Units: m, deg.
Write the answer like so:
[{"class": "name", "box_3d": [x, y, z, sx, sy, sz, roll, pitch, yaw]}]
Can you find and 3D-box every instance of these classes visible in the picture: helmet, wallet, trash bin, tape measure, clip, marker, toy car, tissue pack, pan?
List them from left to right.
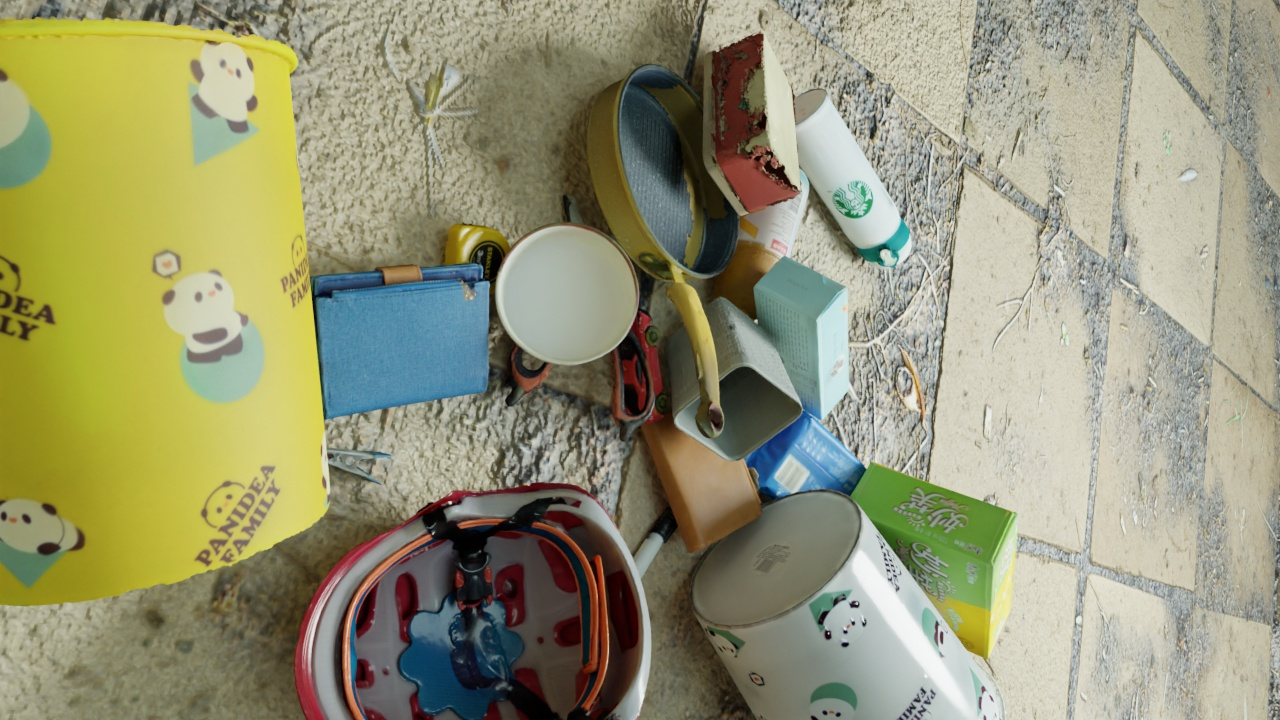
[{"class": "trash bin", "box_3d": [-0.282, -0.027, 0.492, 0.229, 0.230, 0.255, -15, 104, -40]}, {"class": "clip", "box_3d": [-0.213, 0.073, 0.667, 0.058, 0.027, 0.045, 23, 81, -38]}, {"class": "wallet", "box_3d": [-0.177, -0.017, 0.682, 0.132, 0.040, 0.106, -10, 110, -36]}, {"class": "helmet", "box_3d": [-0.120, 0.207, 0.662, 0.239, 0.144, 0.206, -8, 68, -21]}, {"class": "tape measure", "box_3d": [-0.133, -0.081, 0.738, 0.057, 0.029, 0.060, -4, 108, -44]}, {"class": "toy car", "box_3d": [-0.005, 0.005, 0.833, 0.031, 0.049, 0.106, -10, 96, -42]}, {"class": "marker", "box_3d": [0.000, 0.190, 0.848, 0.130, 0.023, 0.018, -55, 150, -29]}, {"class": "pan", "box_3d": [0.036, -0.098, 0.796, 0.197, 0.078, 0.356, 29, 56, -47]}, {"class": "wallet", "box_3d": [0.062, 0.104, 0.884, 0.107, 0.031, 0.132, -20, 88, -40]}, {"class": "tissue pack", "box_3d": [0.173, 0.117, 0.968, 0.157, 0.052, 0.095, 40, 85, -30]}, {"class": "trash bin", "box_3d": [0.189, 0.277, 0.885, 0.228, 0.230, 0.252, -44, 110, -33]}]

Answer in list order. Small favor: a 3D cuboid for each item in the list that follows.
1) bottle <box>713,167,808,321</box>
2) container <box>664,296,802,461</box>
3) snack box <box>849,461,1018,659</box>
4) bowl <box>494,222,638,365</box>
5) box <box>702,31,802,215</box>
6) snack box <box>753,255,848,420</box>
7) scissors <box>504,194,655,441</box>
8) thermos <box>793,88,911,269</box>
[{"class": "bottle", "box_3d": [0.118, -0.110, 0.930, 0.068, 0.068, 0.189, 28, 74, -37]}, {"class": "container", "box_3d": [0.080, 0.013, 0.846, 0.090, 0.090, 0.114, 36, 27, -30]}, {"class": "snack box", "box_3d": [0.310, 0.216, 0.982, 0.069, 0.158, 0.210, -52, 143, -28]}, {"class": "bowl", "box_3d": [-0.060, -0.050, 0.746, 0.113, 0.062, 0.113, 1, 85, -6]}, {"class": "box", "box_3d": [0.113, -0.233, 0.880, 0.091, 0.080, 0.168, 45, 38, -44]}, {"class": "snack box", "box_3d": [0.161, -0.019, 0.907, 0.051, 0.074, 0.175, -45, 147, -20]}, {"class": "scissors", "box_3d": [-0.041, -0.037, 0.794, 0.189, 0.015, 0.226, 43, 70, 0]}, {"class": "thermos", "box_3d": [0.235, -0.196, 1.035, 0.224, 0.073, 0.073, 48, 59, -29]}]
